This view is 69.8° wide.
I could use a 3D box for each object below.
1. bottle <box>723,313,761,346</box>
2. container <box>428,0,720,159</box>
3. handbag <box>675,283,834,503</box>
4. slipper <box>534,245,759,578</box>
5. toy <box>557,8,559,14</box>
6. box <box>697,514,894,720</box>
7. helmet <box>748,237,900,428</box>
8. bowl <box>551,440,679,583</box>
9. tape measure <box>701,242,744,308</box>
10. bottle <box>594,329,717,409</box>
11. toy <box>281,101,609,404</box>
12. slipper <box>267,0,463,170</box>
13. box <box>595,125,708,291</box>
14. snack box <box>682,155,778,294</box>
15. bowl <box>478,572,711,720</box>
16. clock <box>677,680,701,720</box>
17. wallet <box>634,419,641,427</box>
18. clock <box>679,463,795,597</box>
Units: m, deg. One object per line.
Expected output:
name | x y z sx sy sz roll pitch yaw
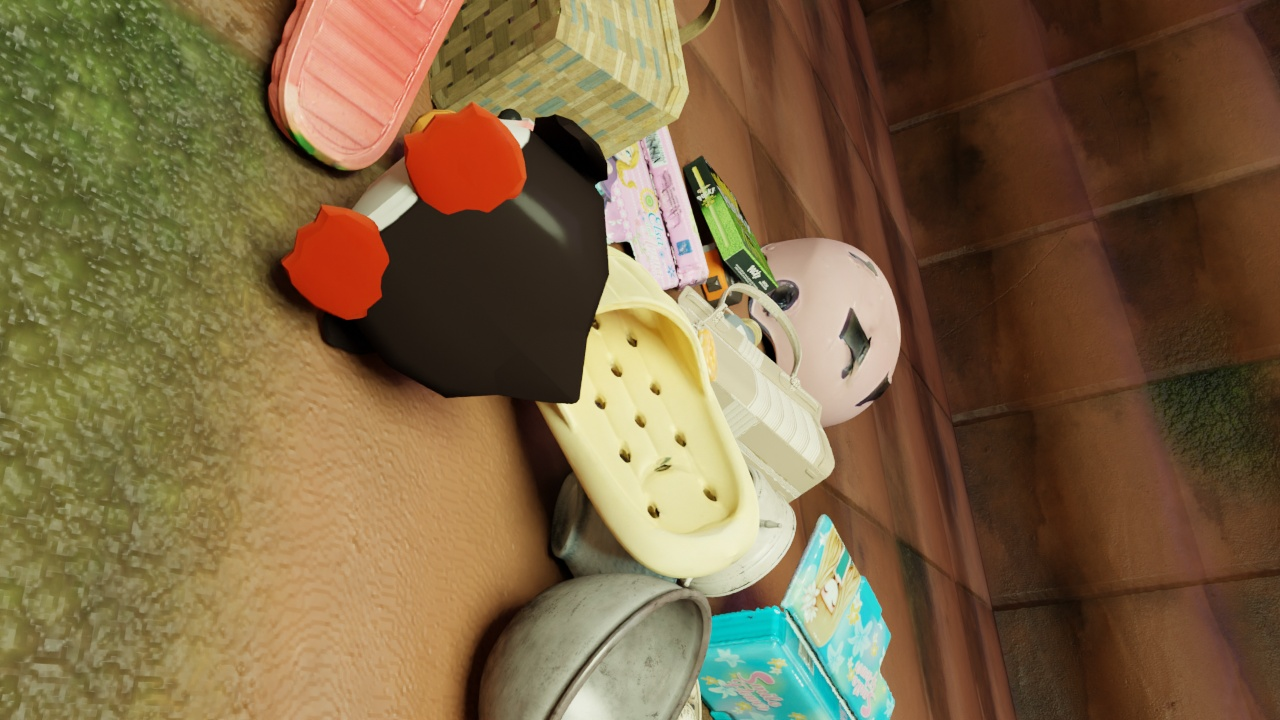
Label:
bottle | 0.085 -0.008 0.903 0.160 0.046 0.072 -38 109 -64
container | -0.045 -0.252 0.647 0.186 0.158 0.249 12 64 -51
handbag | 0.096 -0.001 0.807 0.175 0.062 0.197 41 36 -9
slipper | -0.006 -0.001 0.531 0.261 0.111 0.079 62 -29 34
toy | -0.072 -0.323 0.770 0.093 0.036 0.094 25 60 -66
box | 0.137 0.253 0.728 0.227 0.170 0.085 58 -4 -33
helmet | 0.242 -0.035 1.149 0.230 0.153 0.254 57 35 -41
bowl | -0.021 0.101 0.572 0.057 0.137 0.136 15 53 -17
tape measure | 0.087 -0.085 0.964 0.058 0.038 0.058 30 49 -57
bottle | -0.004 0.004 0.622 0.063 0.109 0.063 -9 89 -75
toy | -0.076 -0.064 0.484 0.140 0.159 0.183 50 14 -21
slipper | -0.135 -0.221 0.476 0.103 0.059 0.248 23 86 -60
box | 0.004 -0.175 0.815 0.160 0.063 0.230 -18 93 -66
snack box | 0.095 -0.143 0.977 0.080 0.025 0.147 39 25 -47
bowl | -0.032 0.167 0.478 0.144 0.067 0.145 -35 140 -37
clock | 0.007 0.205 0.599 0.093 0.055 0.140 51 35 -41
wallet | -0.010 0.062 0.696 0.115 0.018 0.091 56 31 -32
clock | 0.057 0.116 0.727 0.061 0.103 0.156 55 4 -23
